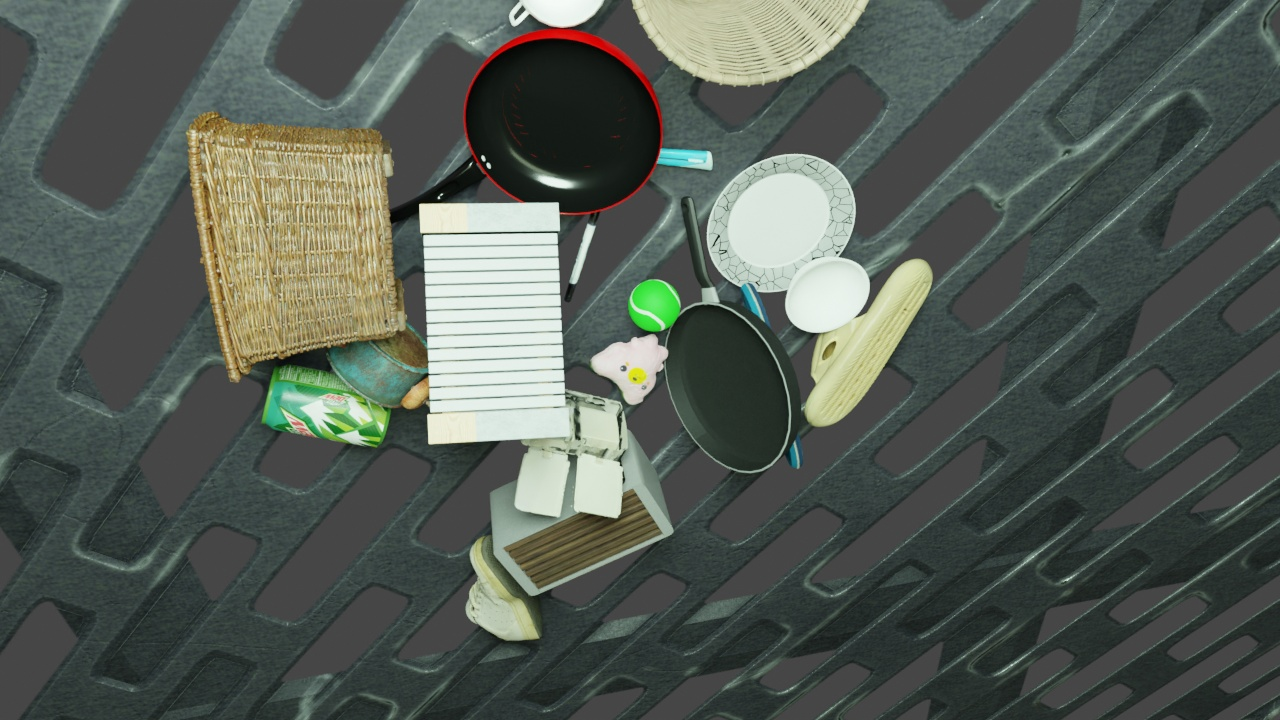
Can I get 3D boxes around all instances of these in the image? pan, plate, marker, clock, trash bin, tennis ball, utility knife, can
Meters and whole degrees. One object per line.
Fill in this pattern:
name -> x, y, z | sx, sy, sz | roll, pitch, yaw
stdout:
pan -> -0.145, -0.228, 1.002 | 0.357, 0.067, 0.209 | -18, 130, 22
pan -> 0.100, -0.031, 1.146 | 0.034, 0.226, 0.356 | -21, 106, -34
plate -> 0.174, -0.170, 1.142 | 0.188, 0.016, 0.189 | -6, 127, -8
marker -> -0.070, -0.136, 1.119 | 0.011, 0.011, 0.152 | 10, 123, -19
clock -> -0.299, 0.008, 1.103 | 0.157, 0.121, 0.073 | 38, 106, -21
trash bin -> -0.162, -0.036, 1.012 | 0.142, 0.142, 0.247 | -2, 86, -10
tennis ball -> 0.017, -0.069, 1.152 | 0.065, 0.065, 0.065 | -6, 126, -8
utility knife -> 0.027, -0.235, 1.065 | 0.117, 0.015, 0.022 | 1, 126, -10
trash bin -> -0.087, 0.217, 1.307 | 0.229, 0.114, 0.114 | -25, 127, 7
can -> -0.390, 0.056, 1.145 | 0.144, 0.083, 0.083 | 13, 122, -21

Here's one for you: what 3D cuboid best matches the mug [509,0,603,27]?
mug -> -0.087, -0.375, 0.904 | 0.116, 0.068, 0.094 | -40, 124, 17

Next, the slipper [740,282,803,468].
slipper -> 0.159, 0.026, 1.221 | 0.060, 0.118, 0.295 | -16, 127, 5

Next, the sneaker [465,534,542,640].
sneaker -> -0.227, 0.354, 1.404 | 0.102, 0.088, 0.242 | -13, 132, 7

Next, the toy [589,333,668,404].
toy -> -0.007, 0.007, 1.212 | 0.093, 0.050, 0.102 | -35, 128, 9

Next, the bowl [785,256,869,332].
bowl -> 0.232, -0.093, 1.173 | 0.110, 0.040, 0.110 | -6, 127, -8

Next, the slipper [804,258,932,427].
slipper -> 0.293, -0.031, 1.236 | 0.111, 0.079, 0.262 | 22, 105, -51

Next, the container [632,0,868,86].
container -> 0.083, -0.397, 0.844 | 0.226, 0.196, 0.227 | -6, 126, -8

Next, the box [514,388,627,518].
box -> -0.092, 0.117, 1.200 | 0.145, 0.185, 0.066 | 15, 148, -17

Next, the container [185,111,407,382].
container -> -0.344, -0.129, 0.951 | 0.183, 0.162, 0.250 | -6, 112, -15
